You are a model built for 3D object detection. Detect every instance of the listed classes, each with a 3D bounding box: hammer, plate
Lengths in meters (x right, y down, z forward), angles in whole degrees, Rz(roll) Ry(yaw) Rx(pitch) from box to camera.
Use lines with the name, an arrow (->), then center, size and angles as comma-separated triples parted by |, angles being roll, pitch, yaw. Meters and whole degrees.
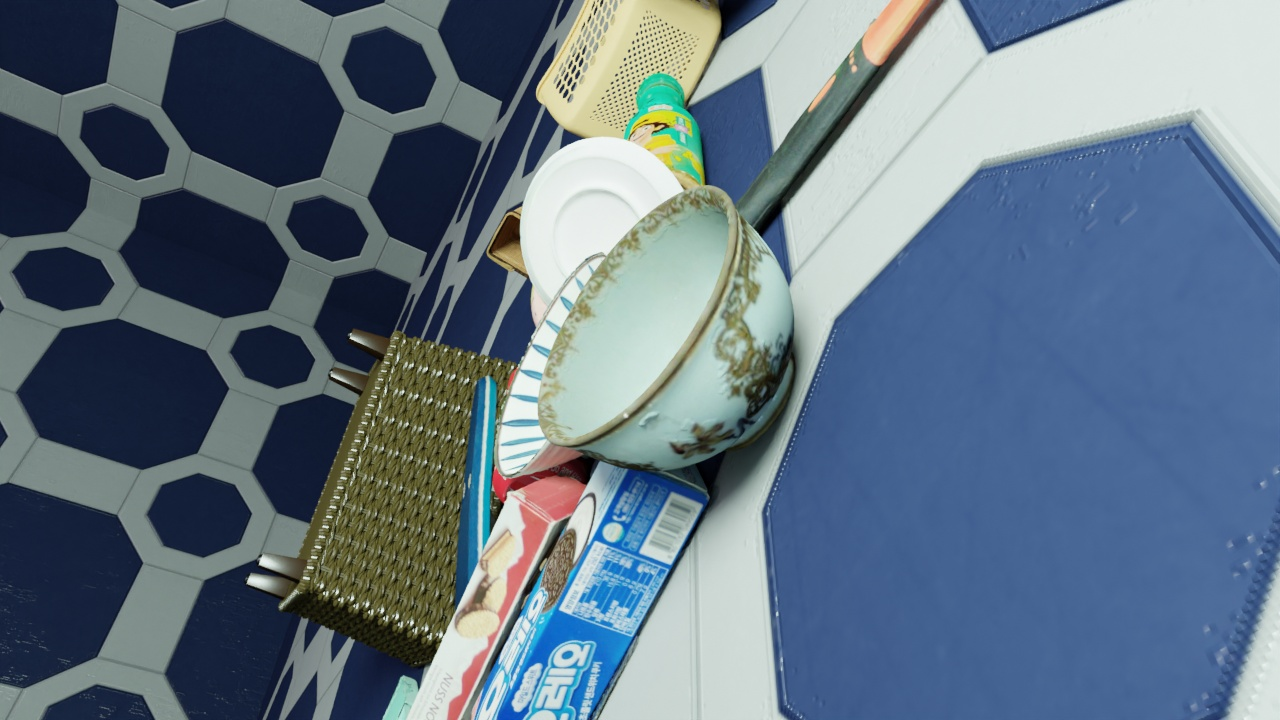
hammer -> 0.129, -0.170, 0.543 | 0.334, 0.033, 0.132 | -53, 24, 40
plate -> -0.031, -0.094, 0.719 | 0.157, 0.157, 0.014 | -57, -14, 27

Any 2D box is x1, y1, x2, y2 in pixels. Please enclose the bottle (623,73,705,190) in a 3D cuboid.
bottle -> 0.019, -0.187, 0.796 | 0.068, 0.068, 0.209 | -54, 23, 35

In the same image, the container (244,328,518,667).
container -> -0.269, 0.137, 0.992 | 0.177, 0.205, 0.320 | -38, 34, 55

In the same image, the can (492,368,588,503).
can -> -0.079, 0.060, 0.768 | 0.075, 0.074, 0.142 | -53, 23, 36

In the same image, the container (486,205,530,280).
container -> -0.097, -0.119, 0.985 | 0.063, 0.114, 0.061 | -54, 9, 33

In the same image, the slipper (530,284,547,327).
slipper -> -0.041, -0.088, 0.823 | 0.082, 0.093, 0.197 | 131, 157, -68

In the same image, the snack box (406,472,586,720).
snack box -> -0.108, 0.207, 0.648 | 0.076, 0.044, 0.273 | -10, -52, -64

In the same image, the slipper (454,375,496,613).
slipper -> -0.127, 0.156, 0.801 | 0.118, 0.060, 0.294 | 132, 141, -60

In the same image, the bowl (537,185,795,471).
bowl -> 0.028, -0.003, 0.502 | 0.160, 0.094, 0.159 | -42, 29, 30

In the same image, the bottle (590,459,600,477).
bottle -> 0.016, 0.011, 0.594 | 0.161, 0.056, 0.056 | -66, 19, 1

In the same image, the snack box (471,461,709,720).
snack box -> -0.036, 0.156, 0.566 | 0.226, 0.059, 0.059 | -64, 15, 12

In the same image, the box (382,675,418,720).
box -> -0.272, 0.433, 0.931 | 0.186, 0.033, 0.136 | -67, 18, 1

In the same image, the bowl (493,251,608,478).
bowl -> -0.036, 0.015, 0.673 | 0.178, 0.071, 0.177 | -51, 24, 33

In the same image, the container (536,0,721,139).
container -> -0.011, -0.316, 0.935 | 0.184, 0.129, 0.166 | -57, 28, 27
